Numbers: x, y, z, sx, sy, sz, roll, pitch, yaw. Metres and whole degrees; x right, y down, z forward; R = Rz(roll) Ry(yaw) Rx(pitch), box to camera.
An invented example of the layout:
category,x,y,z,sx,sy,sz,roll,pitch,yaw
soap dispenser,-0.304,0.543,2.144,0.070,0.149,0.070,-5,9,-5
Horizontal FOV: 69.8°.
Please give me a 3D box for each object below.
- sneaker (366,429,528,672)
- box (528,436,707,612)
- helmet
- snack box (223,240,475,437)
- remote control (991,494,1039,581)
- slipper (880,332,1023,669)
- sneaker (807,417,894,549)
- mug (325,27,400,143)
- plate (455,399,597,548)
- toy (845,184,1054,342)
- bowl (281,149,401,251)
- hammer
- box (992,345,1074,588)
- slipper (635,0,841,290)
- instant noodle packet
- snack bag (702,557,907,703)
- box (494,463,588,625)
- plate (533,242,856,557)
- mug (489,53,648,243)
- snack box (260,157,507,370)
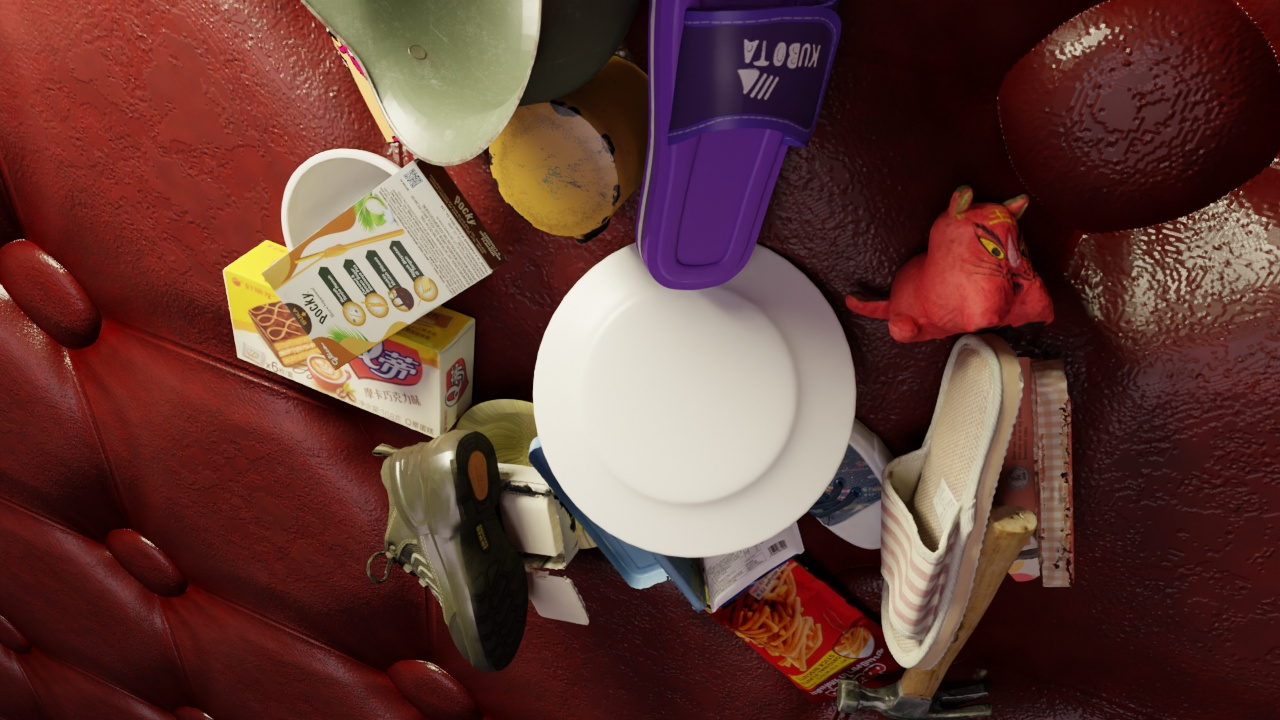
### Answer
category,x,y,z,sx,sy,sz,roll,pitch,yaw
sneaker,-0.194,0.179,0.841,0.143,0.100,0.238,-2,107,23
box,-0.020,0.149,0.809,0.073,0.085,0.209,-29,122,9
helmet,-0.081,-0.246,0.519,0.227,0.153,0.268,2,98,44
snack box,-0.271,-0.022,0.862,0.230,0.061,0.110,21,130,12
remote control,0.285,0.131,0.730,0.038,0.018,0.125,-32,108,36
slipper,0.209,0.106,0.661,0.052,0.115,0.263,6,113,-6
sneaker,0.124,0.074,0.727,0.235,0.079,0.088,45,131,-10
mug,-0.149,-0.223,0.646,0.118,0.081,0.098,-22,116,7
plate,-0.090,0.101,0.881,0.184,0.036,0.185,14,130,17
toy,0.200,-0.060,0.612,0.133,0.088,0.094,-9,88,52
bowl,-0.228,-0.109,0.780,0.150,0.043,0.150,7,117,14
hammer,0.256,0.221,0.753,0.132,0.033,0.331,7,138,5
box,0.282,0.080,0.660,0.071,0.056,0.187,10,124,42
slipper,0.060,-0.144,0.555,0.107,0.084,0.267,-5,130,-18
instant noodle packet,0.091,0.155,0.807,0.026,0.087,0.135,12,140,-30
snack bag,0.162,0.259,0.880,0.208,0.066,0.139,39,127,-18
box,-0.122,0.179,0.900,0.145,0.057,0.188,4,123,25
plate,0.034,0.024,0.675,0.243,0.016,0.242,-1,87,13
mug,-0.041,-0.138,0.638,0.101,0.093,0.124,9,128,20
snack box,-0.211,-0.076,0.746,0.186,0.031,0.101,-27,105,27
